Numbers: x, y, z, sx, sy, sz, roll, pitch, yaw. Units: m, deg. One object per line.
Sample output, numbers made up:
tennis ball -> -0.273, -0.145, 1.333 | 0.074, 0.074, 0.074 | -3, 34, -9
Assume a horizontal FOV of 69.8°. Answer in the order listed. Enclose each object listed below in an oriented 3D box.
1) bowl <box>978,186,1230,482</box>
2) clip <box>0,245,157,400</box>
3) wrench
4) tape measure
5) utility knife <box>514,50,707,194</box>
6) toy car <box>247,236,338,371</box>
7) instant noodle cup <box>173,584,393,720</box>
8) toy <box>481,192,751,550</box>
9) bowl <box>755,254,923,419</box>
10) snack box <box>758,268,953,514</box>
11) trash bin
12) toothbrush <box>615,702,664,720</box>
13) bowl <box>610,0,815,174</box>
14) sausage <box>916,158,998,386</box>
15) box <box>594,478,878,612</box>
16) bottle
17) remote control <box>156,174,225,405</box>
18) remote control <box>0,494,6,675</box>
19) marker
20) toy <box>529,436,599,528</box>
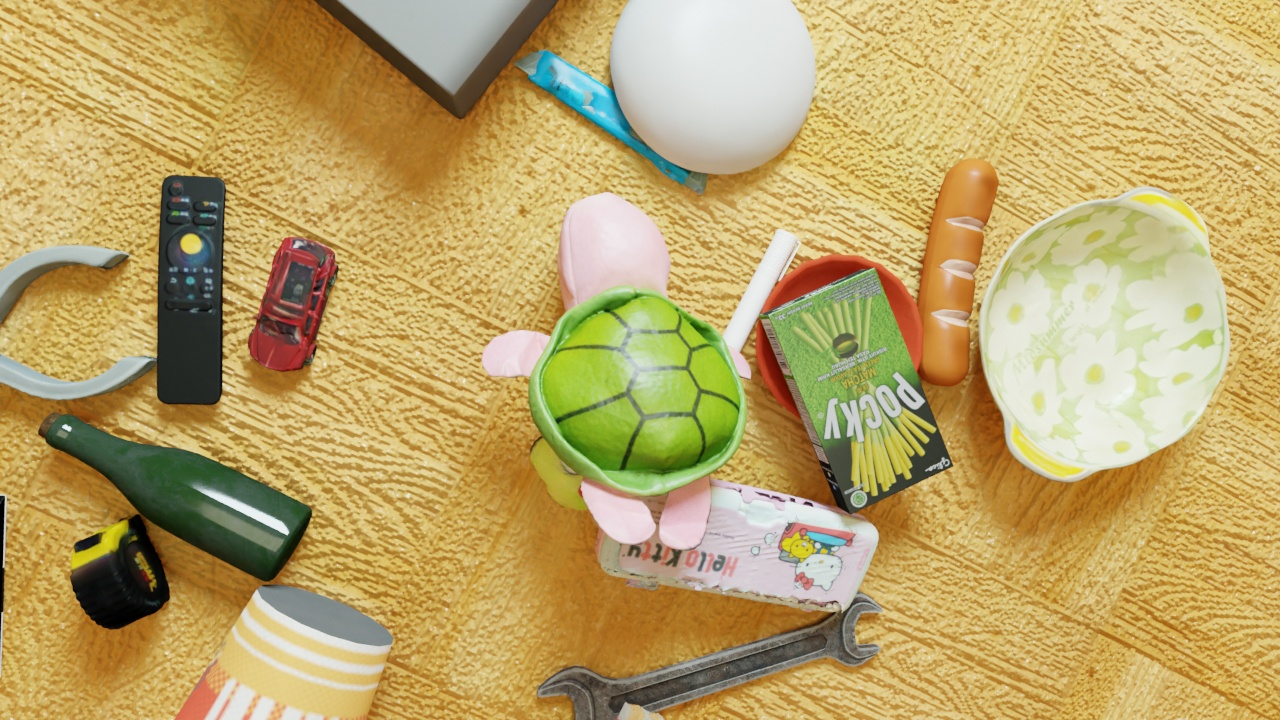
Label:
bowl -> 0.324, -0.019, 0.671 | 0.188, 0.060, 0.219 | 28, 89, -7
clip -> -0.395, 0.011, 0.597 | 0.172, 0.029, 0.143 | -24, 94, -5
wrench -> 0.052, 0.230, 0.675 | 0.273, 0.010, 0.070 | -15, 95, -6
tape measure -> -0.339, 0.142, 0.594 | 0.038, 0.062, 0.067 | -23, 97, -5
utility knife -> -0.017, -0.169, 0.642 | 0.158, 0.015, 0.031 | 31, 84, -7
toy car -> -0.232, -0.037, 0.613 | 0.042, 0.036, 0.091 | 17, 96, -9
instant noodle cup -> -0.229, 0.220, 0.590 | 0.123, 0.123, 0.121 | 25, 82, -8
toy -> -0.003, 0.003, 0.586 | 0.190, 0.088, 0.237 | 1, 63, -19
bowl -> 0.138, -0.014, 0.659 | 0.122, 0.035, 0.122 | 0, 93, -7
snack box -> 0.148, 0.021, 0.630 | 0.080, 0.025, 0.147 | -24, 96, -5
trash bin -> -0.119, -0.303, 0.581 | 0.192, 0.097, 0.220 | 39, 89, -8
toothbrush -> 0.066, 0.290, 0.672 | 0.184, 0.015, 0.015 | 26, 91, -14
bowl -> 0.057, -0.205, 0.626 | 0.149, 0.043, 0.149 | 0, 89, -12
sausage -> 0.226, -0.063, 0.663 | 0.039, 0.044, 0.164 | 7, 92, -33
box -> 0.068, 0.128, 0.632 | 0.202, 0.044, 0.086 | 15, 98, -21
bottle -> -0.306, 0.082, 0.600 | 0.174, 0.055, 0.055 | 29, 89, -7
remote control -> -0.297, -0.046, 0.611 | 0.041, 0.020, 0.152 | 2, 92, -7
remote control -> -0.438, 0.150, 0.607 | 0.028, 0.012, 0.124 | 3, 93, -7
marker -> 0.077, -0.032, 0.660 | 0.020, 0.017, 0.133 | 27, 90, -9
toy -> -0.016, 0.075, 0.641 | 0.092, 0.046, 0.115 | -47, 105, -6
